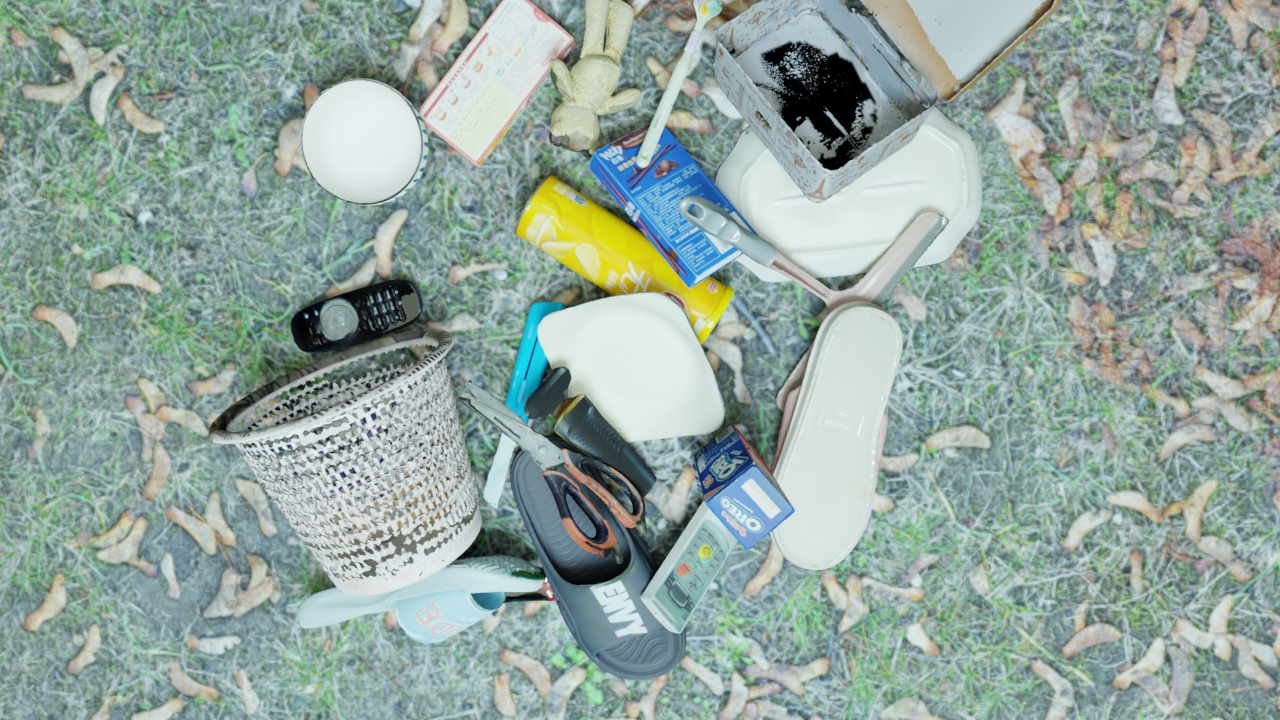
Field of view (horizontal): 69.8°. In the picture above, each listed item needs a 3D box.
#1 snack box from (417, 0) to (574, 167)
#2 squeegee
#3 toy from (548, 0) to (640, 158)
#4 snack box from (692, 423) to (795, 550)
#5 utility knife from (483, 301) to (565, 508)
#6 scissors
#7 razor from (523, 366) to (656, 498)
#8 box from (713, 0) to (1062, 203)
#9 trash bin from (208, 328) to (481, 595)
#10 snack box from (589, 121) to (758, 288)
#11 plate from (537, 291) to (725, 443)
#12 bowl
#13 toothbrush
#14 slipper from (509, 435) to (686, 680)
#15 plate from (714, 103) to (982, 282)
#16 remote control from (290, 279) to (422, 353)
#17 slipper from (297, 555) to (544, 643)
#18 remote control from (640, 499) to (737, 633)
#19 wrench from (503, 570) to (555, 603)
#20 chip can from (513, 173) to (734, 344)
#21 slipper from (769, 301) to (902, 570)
[{"bbox_3d":[-0.142,-0.275,0.898,0.077,0.027,0.156,39,95,-3],"label":"snack box"},{"bbox_3d":[0.125,-0.093,0.854,0.249,0.040,0.248,27,109,-31],"label":"squeegee"},{"bbox_3d":[-0.048,-0.277,0.882,0.105,0.066,0.157,11,97,-45],"label":"toy"},{"bbox_3d":[0.089,0.109,0.840,0.057,0.207,0.058,-40,93,3],"label":"snack box"},{"bbox_3d":[-0.121,0.043,0.921,0.034,0.018,0.216,16,89,1],"label":"utility knife"},{"bbox_3d":[-0.083,0.104,0.847,0.015,0.205,0.196,-35,58,42],"label":"scissors"},{"bbox_3d":[-0.045,0.079,0.910,0.167,0.068,0.062,46,69,-20],"label":"razor"},{"bbox_3d":[0.210,-0.289,0.823,0.274,0.124,0.179,-39,80,18],"label":"box"},{"bbox_3d":[-0.250,0.100,0.857,0.227,0.227,0.192,-18,107,2],"label":"trash bin"},{"bbox_3d":[0.032,-0.151,0.874,0.084,0.026,0.157,-34,80,-26],"label":"snack box"},{"bbox_3d":[-0.005,0.005,0.889,0.165,0.034,0.164,-9,119,28],"label":"plate"},{"bbox_3d":[-0.259,-0.207,0.886,0.116,0.066,0.116,0,98,2],"label":"bowl"},{"bbox_3d":[0.034,-0.267,0.874,0.029,0.020,0.189,22,78,-1],"label":"toothbrush"},{"bbox_3d":[-0.050,0.200,0.904,0.111,0.083,0.268,-29,86,1],"label":"slipper"},{"bbox_3d":[0.206,-0.164,0.899,0.266,0.034,0.162,-6,95,2],"label":"plate"},{"bbox_3d":[-0.284,-0.044,0.924,0.136,0.024,0.053,-17,95,3],"label":"remote control"},{"bbox_3d":[-0.216,0.241,0.897,0.245,0.104,0.074,-13,77,8],"label":"slipper"},{"bbox_3d":[0.054,0.197,0.903,0.134,0.019,0.056,-52,119,-29],"label":"remote control"},{"bbox_3d":[-0.109,0.240,0.953,0.273,0.016,0.056,-1,90,1],"label":"wrench"},{"bbox_3d":[-0.015,-0.095,0.892,0.213,0.072,0.072,32,95,-1],"label":"chip can"},{"bbox_3d":[0.190,0.075,0.909,0.114,0.054,0.274,8,101,-8],"label":"slipper"}]
